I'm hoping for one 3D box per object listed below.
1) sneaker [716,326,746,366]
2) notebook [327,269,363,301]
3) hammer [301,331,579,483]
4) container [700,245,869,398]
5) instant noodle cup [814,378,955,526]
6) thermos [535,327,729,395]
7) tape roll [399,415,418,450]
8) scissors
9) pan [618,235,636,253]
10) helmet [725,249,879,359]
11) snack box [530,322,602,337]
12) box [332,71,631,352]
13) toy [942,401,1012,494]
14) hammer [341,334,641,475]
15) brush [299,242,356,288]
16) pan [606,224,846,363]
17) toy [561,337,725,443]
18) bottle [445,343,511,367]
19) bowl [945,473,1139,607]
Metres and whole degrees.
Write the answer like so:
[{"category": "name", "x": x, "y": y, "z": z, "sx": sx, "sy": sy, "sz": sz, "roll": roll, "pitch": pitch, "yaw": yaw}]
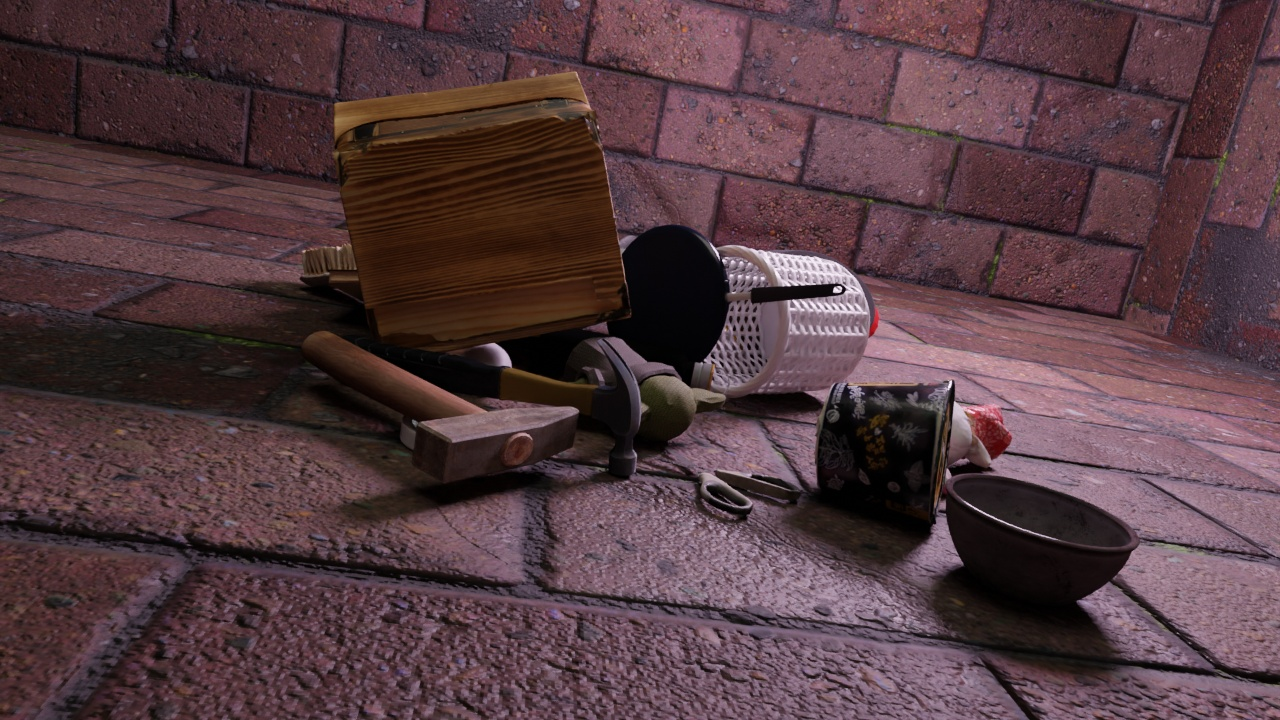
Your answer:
[{"category": "sneaker", "x": 0.057, "y": -0.057, "z": 1.369, "sx": 0.241, "sy": 0.088, "sz": 0.118, "roll": 43, "pitch": 6, "yaw": 25}, {"category": "notebook", "x": -0.284, "y": -0.097, "z": 1.235, "sx": 0.225, "sy": 0.024, "sz": 0.167, "roll": 1, "pitch": -5, "yaw": 0}, {"category": "hammer", "x": -0.206, "y": 0.028, "z": 0.825, "sx": 0.301, "sy": 0.037, "sz": 0.157, "roll": 21, "pitch": 17, "yaw": 36}, {"category": "container", "x": 0.171, "y": -0.048, "z": 1.202, "sx": 0.186, "sy": 0.189, "sz": 0.189, "roll": -1, "pitch": 17, "yaw": -44}, {"category": "instant noodle cup", "x": 0.229, "y": 0.079, "z": 0.862, "sx": 0.112, "sy": 0.137, "sz": 0.137, "roll": 7, "pitch": 11, "yaw": 23}, {"category": "thermos", "x": -0.007, "y": 0.006, "z": 1.106, "sx": 0.231, "sy": 0.061, "sz": 0.061, "roll": 12, "pitch": 13, "yaw": 5}, {"category": "tape roll", "x": -0.167, "y": 0.066, "z": 0.822, "sx": 0.094, "sy": 0.018, "sz": 0.093, "roll": 10, "pitch": 14, "yaw": -3}, {"category": "scissors", "x": 0.071, "y": 0.108, "z": 0.844, "sx": 0.168, "sy": 0.012, "sz": 0.157, "roll": 8, "pitch": 11, "yaw": -6}, {"category": "pan", "x": -0.062, "y": -0.128, "z": 1.508, "sx": 0.055, "sy": 0.187, "sz": 0.357, "roll": 49, "pitch": -1, "yaw": -3}, {"category": "helmet", "x": 0.218, "y": -0.080, "z": 1.421, "sx": 0.264, "sy": 0.164, "sz": 0.170, "roll": 24, "pitch": -22, "yaw": -1}, {"category": "snack box", "x": -0.132, "y": -0.062, "z": 1.205, "sx": 0.121, "sy": 0.045, "sz": 0.181, "roll": 2, "pitch": -6, "yaw": -32}, {"category": "box", "x": -0.173, "y": -0.157, "z": 0.998, "sx": 0.279, "sy": 0.270, "sz": 0.263, "roll": -9, "pitch": 44, "yaw": -7}, {"category": "toy", "x": 0.339, "y": 0.083, "z": 1.023, "sx": 0.194, "sy": 0.084, "sz": 0.159, "roll": 5, "pitch": 33, "yaw": -37}, {"category": "hammer", "x": -0.151, "y": 0.018, "z": 0.874, "sx": 0.333, "sy": 0.118, "sz": 0.025, "roll": 10, "pitch": 13, "yaw": 23}, {"category": "brush", "x": -0.366, "y": -0.135, "z": 1.294, "sx": 0.272, "sy": 0.056, "sz": 0.083, "roll": -1, "pitch": -4, "yaw": 26}, {"category": "pan", "x": 0.088, "y": -0.077, "z": 1.126, "sx": 0.357, "sy": 0.198, "sz": 0.021, "roll": -1, "pitch": -4, "yaw": 40}, {"category": "toy", "x": -0.011, "y": 0.033, "z": 0.954, "sx": 0.179, "sy": 0.078, "sz": 0.153, "roll": -5, "pitch": 28, "yaw": -46}, {"category": "bottle", "x": -0.181, "y": -0.001, "z": 1.017, "sx": 0.052, "sy": 0.052, "sz": 0.195, "roll": 1, "pitch": 16, "yaw": -35}, {"category": "bowl", "x": 0.311, "y": 0.149, "z": 0.736, "sx": 0.145, "sy": 0.067, "sz": 0.145, "roll": 10, "pitch": 13, "yaw": -3}]
